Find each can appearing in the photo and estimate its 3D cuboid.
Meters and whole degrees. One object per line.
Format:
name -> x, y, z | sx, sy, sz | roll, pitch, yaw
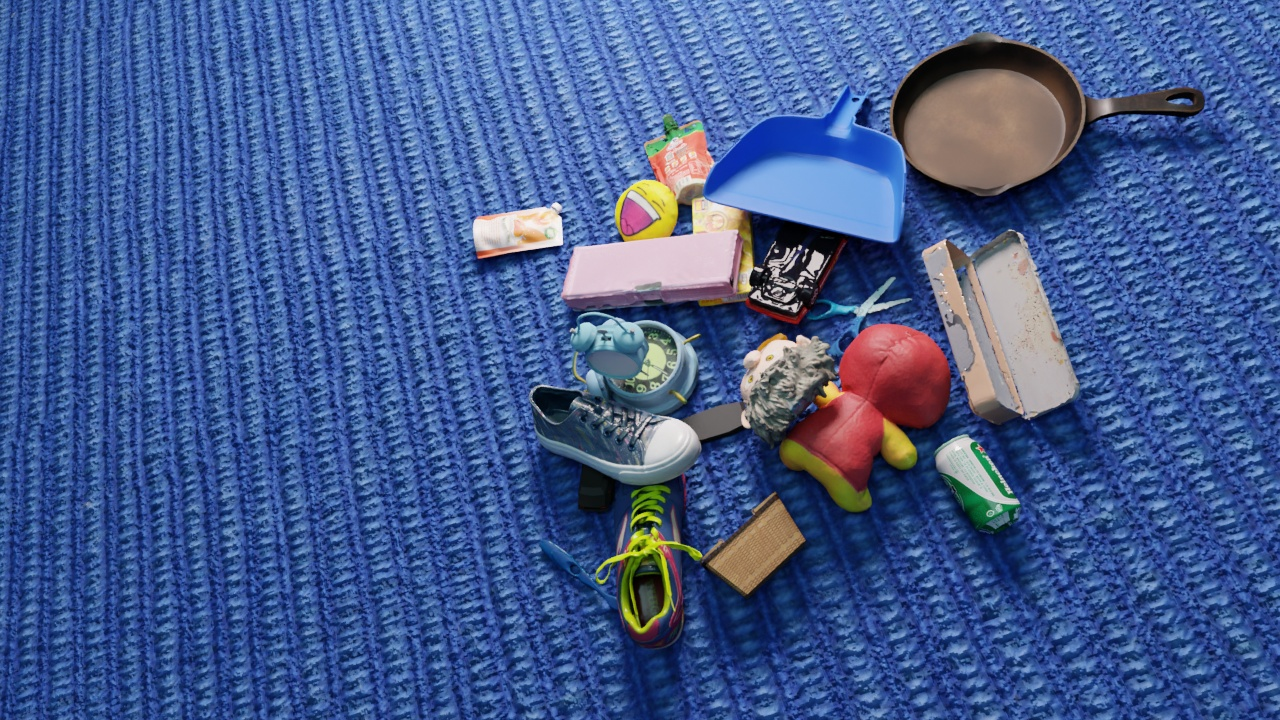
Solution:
can -> 0.358, 0.133, 0.977 | 0.053, 0.053, 0.101 | -28, 63, 2

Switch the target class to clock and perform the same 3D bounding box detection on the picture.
clock -> -0.034, -0.021, 1.047 | 0.087, 0.123, 0.041 | 0, 58, 20
clock -> -0.007, 0.007, 1.131 | 0.162, 0.060, 0.118 | 2, 69, 20

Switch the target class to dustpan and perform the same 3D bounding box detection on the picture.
dustpan -> 0.241, -0.269, 1.169 | 0.246, 0.060, 0.256 | 17, 47, 19

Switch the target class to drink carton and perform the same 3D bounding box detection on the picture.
drink carton -> -0.167, -0.181, 1.276 | 0.122, 0.039, 0.069 | -8, 65, 5

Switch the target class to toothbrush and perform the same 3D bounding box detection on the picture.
toothbrush -> -0.069, 0.249, 1.065 | 0.132, 0.016, 0.021 | 33, 78, 28

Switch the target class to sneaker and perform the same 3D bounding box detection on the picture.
sneaker -> -0.042, 0.079, 1.060 | 0.236, 0.079, 0.087 | 9, 52, 37
sneaker -> 0.014, 0.193, 1.022 | 0.116, 0.091, 0.241 | -9, 64, 15

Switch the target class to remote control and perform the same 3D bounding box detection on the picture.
remote control -> 0.069, 0.082, 1.103 | 0.125, 0.010, 0.039 | -19, 63, 7

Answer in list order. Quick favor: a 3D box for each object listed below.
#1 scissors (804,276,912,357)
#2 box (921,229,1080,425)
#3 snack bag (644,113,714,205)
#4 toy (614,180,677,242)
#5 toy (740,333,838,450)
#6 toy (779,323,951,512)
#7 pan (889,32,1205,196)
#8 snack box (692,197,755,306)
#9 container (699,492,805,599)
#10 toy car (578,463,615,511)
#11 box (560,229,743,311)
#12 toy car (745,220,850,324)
scissors -> 0.271, -0.050, 1.108 | 0.133, 0.015, 0.103 | -14, 60, 4
box -> 0.388, -0.040, 1.025 | 0.107, 0.095, 0.216 | 3, 62, -22
snack bag -> 0.054, -0.282, 1.257 | 0.087, 0.044, 0.155 | -23, 58, 12
toy -> 0.008, -0.193, 1.218 | 0.094, 0.041, 0.095 | -51, 61, 17
toy -> 0.153, 0.017, 1.036 | 0.076, 0.175, 0.133 | 38, 101, -17
toy -> 0.256, 0.053, 1.021 | 0.147, 0.099, 0.216 | 37, 85, 18
pan -> 0.494, -0.301, 1.139 | 0.356, 0.043, 0.248 | 0, 67, 15
snack box -> 0.108, -0.145, 1.185 | 0.075, 0.025, 0.152 | -7, 65, 13
container -> 0.127, 0.207, 1.005 | 0.114, 0.063, 0.061 | -41, 70, -5
toy car -> -0.052, 0.135, 1.097 | 0.042, 0.036, 0.091 | 0, 67, 15
box -> 0.016, -0.113, 1.175 | 0.233, 0.046, 0.097 | -5, 55, 23
toy car -> 0.201, -0.130, 1.132 | 0.082, 0.056, 0.189 | 21, 66, 24
